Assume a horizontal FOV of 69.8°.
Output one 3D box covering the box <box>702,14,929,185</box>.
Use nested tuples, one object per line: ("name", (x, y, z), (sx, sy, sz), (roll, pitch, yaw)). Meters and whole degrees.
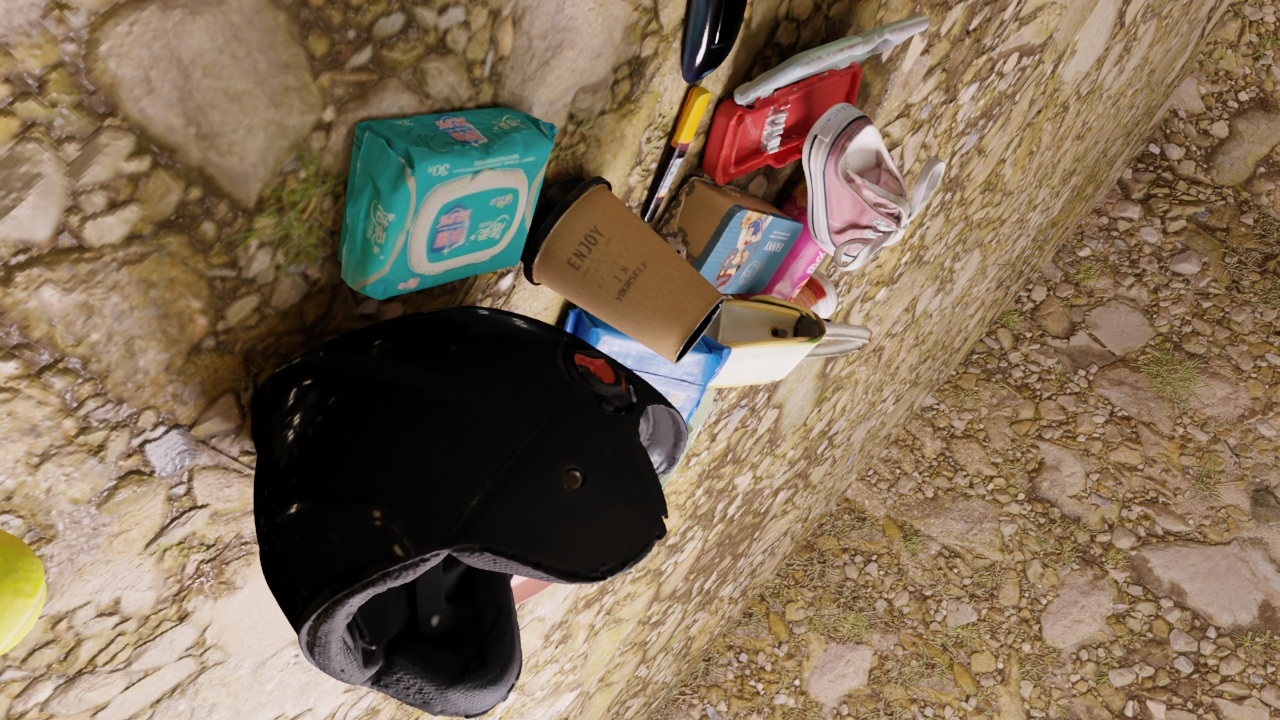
("box", (0.146, -0.233, 0.786), (0.200, 0.063, 0.161), (-31, 168, -38))

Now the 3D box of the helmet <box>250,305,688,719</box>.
("helmet", (-0.103, 0.076, 0.573), (0.273, 0.230, 0.234), (-24, 161, -46))

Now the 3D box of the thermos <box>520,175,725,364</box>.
("thermos", (-0.014, -0.063, 0.655), (0.093, 0.143, 0.093), (-50, 171, -11))

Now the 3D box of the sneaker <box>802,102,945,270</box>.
("sneaker", (0.214, -0.144, 0.855), (0.118, 0.088, 0.241), (-45, 154, -1))

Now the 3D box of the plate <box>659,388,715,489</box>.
("plate", (0.016, 0.120, 1.066), (0.229, 0.027, 0.230), (-52, 166, -18))

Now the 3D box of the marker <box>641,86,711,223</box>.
("marker", (0.026, -0.161, 0.732), (0.018, 0.015, 0.124), (-24, 148, -45))

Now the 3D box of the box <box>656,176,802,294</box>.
("box", (0.084, -0.112, 0.855), (0.184, 0.063, 0.090), (-6, 132, -58))

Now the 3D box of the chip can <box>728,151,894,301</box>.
("chip can", (0.176, -0.142, 0.969), (0.211, 0.071, 0.071), (-56, 157, 12))

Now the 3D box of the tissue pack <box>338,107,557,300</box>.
("tissue pack", (-0.109, -0.093, 0.533), (0.133, 0.050, 0.093), (-25, 146, -47))

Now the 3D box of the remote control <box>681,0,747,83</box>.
("remote control", (0.056, -0.250, 0.635), (0.053, 0.024, 0.137), (-36, 154, -29))

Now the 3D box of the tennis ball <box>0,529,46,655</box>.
("tennis ball", (-0.318, 0.111, 0.432), (0.065, 0.065, 0.066), (-41, 156, -23))

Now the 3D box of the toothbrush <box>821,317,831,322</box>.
("toothbrush", (0.147, -0.052, 1.039), (0.189, 0.014, 0.018), (1, 122, -32))

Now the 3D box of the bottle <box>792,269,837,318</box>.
("bottle", (0.150, -0.040, 1.090), (0.196, 0.068, 0.068), (-34, 152, -30))

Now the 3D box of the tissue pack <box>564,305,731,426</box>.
("tissue pack", (-0.005, 0.005, 0.808), (0.157, 0.052, 0.095), (13, 121, -22))

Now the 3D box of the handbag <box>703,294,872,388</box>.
("handbag", (0.141, -0.020, 0.947), (0.178, 0.063, 0.163), (-2, 166, -4))

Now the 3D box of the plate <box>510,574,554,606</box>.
("plate", (-0.126, 0.196, 0.913), (0.229, 0.028, 0.230), (-26, 154, -14))
